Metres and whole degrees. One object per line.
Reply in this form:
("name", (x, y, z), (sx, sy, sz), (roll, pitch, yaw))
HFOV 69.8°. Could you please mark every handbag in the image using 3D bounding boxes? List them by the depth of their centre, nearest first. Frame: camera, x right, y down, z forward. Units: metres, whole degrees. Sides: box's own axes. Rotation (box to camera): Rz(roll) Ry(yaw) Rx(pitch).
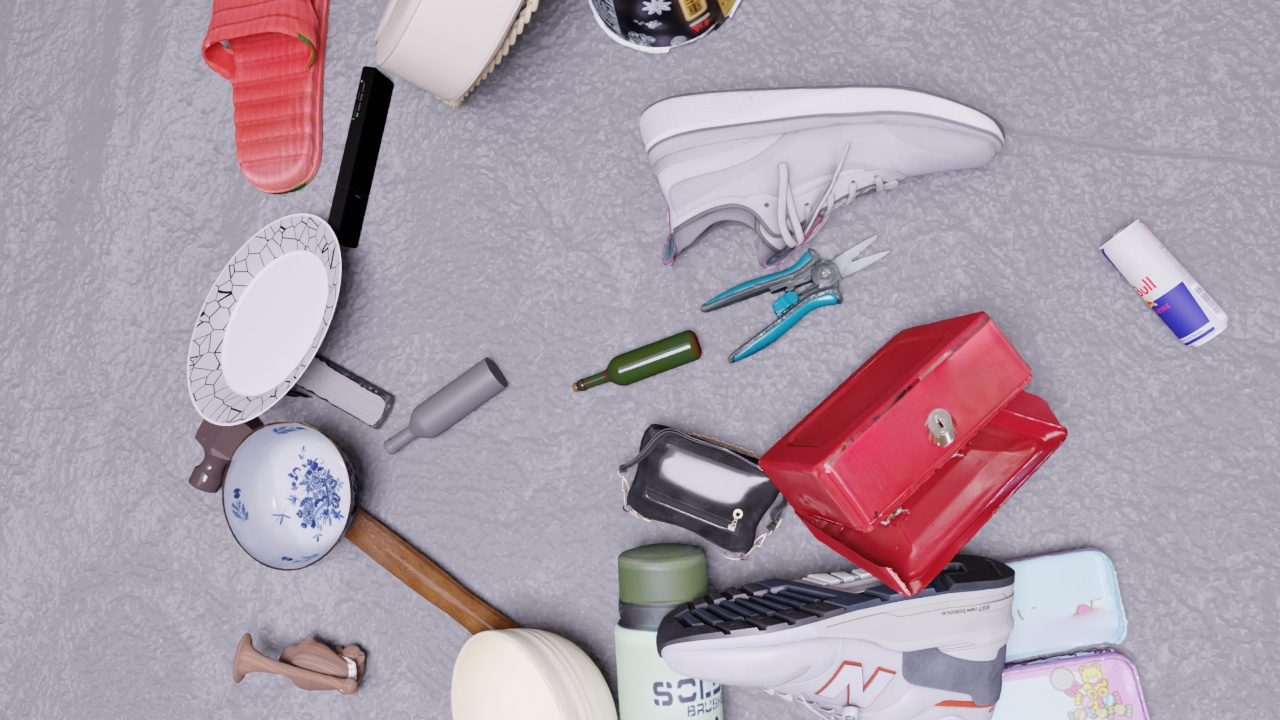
("handbag", (0.045, 0.098, 0.689), (0.128, 0.054, 0.079), (20, 93, 10))
("handbag", (-0.134, -0.308, 0.690), (0.103, 0.209, 0.210), (23, 90, -26))

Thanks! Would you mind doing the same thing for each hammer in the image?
("hammer", (-0.235, 0.133, 0.755), (0.323, 0.033, 0.115), (33, 94, 12))

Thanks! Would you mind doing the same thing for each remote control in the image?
("remote control", (-0.239, -0.172, 0.781), (0.013, 0.034, 0.150), (11, 87, 12))
("remote control", (-0.270, 0.015, 0.782), (0.136, 0.013, 0.033), (27, 90, 14))

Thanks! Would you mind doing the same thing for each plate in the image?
("plate", (-0.309, -0.034, 0.764), (0.189, 0.016, 0.188), (-15, 62, 29))

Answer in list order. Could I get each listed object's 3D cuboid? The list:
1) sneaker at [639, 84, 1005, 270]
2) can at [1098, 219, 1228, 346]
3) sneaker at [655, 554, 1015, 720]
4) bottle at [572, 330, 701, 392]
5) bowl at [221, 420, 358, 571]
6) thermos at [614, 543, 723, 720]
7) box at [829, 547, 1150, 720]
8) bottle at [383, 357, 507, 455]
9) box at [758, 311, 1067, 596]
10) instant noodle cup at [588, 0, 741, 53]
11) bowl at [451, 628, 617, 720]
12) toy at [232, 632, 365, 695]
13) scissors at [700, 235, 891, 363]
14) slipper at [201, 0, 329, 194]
("sneaker", (0.130, -0.132, 0.678), (0.263, 0.096, 0.129), (0, 96, 11))
("can", (0.367, -0.054, 0.645), (0.032, 0.032, 0.095), (-38, 79, 6))
("sneaker", (0.136, 0.209, 0.602), (0.240, 0.089, 0.124), (-10, 95, -1))
("bottle", (-0.004, 0.004, 0.721), (0.106, 0.025, 0.025), (-20, 81, 9))
("bowl", (-0.266, 0.104, 0.724), (0.114, 0.045, 0.114), (0, 88, 13))
("thermos", (0.023, 0.250, 0.666), (0.082, 0.082, 0.231), (-5, 86, 11))
("box", (0.235, 0.219, 0.647), (0.214, 0.035, 0.151), (-13, 89, 10))
("bottle", (-0.162, 0.041, 0.748), (0.113, 0.030, 0.030), (-35, 79, 7))
("box", (0.168, 0.050, 0.606), (0.157, 0.134, 0.110), (-44, 105, -10))
("instant noodle cup", (0.010, -0.323, 0.703), (0.137, 0.112, 0.137), (-1, 85, 13))
("bowl", (-0.067, 0.264, 0.672), (0.151, 0.075, 0.151), (8, 101, 47))
("toy", (-0.267, 0.246, 0.738), (0.102, 0.054, 0.041), (11, 91, 9))
("scissors", (0.115, -0.048, 0.704), (0.123, 0.019, 0.148), (23, 84, 17))
("slipper", (-0.327, -0.272, 0.797), (0.103, 0.059, 0.248), (-2, 86, 11))
